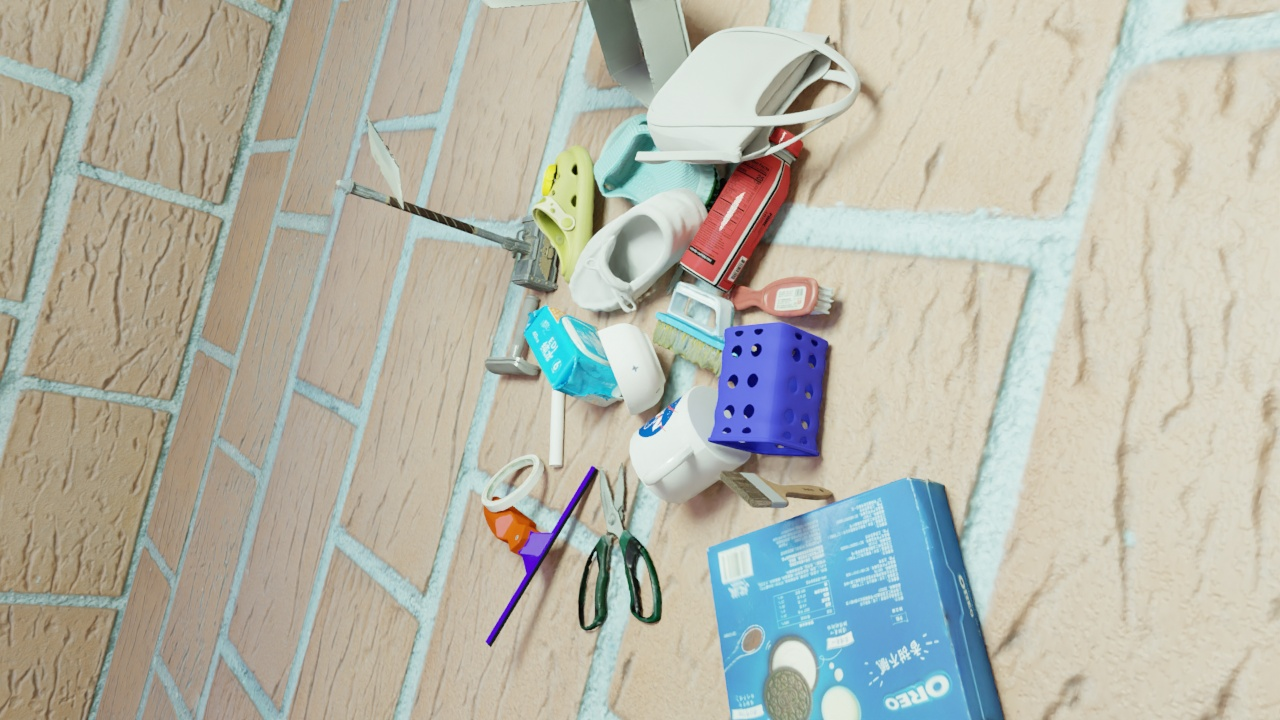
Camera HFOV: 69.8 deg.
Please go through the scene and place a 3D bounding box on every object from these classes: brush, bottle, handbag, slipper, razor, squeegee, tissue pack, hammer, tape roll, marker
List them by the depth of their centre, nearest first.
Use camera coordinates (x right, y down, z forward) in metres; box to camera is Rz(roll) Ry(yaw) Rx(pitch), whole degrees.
[{"bbox_3d":[0.127,0.114,0.806,0.045,0.143,0.008,40,110,39],"label":"brush"},{"bbox_3d":[0.137,-0.062,0.942,0.172,0.030,0.041,7,85,64],"label":"brush"},{"bbox_3d":[0.122,-0.261,0.950,0.223,0.095,0.215,18,63,43],"label":"handbag"},{"bbox_3d":[0.112,-0.162,0.973,0.177,0.062,0.062,-59,41,9],"label":"bottle"},{"bbox_3d":[0.075,-0.030,0.983,0.136,0.055,0.075,31,107,49],"label":"brush"},{"bbox_3d":[-0.015,-0.118,1.074,0.248,0.074,0.112,-30,78,54],"label":"slipper"},{"bbox_3d":[0.005,-0.238,1.114,0.116,0.069,0.276,-58,36,12],"label":"slipper"},{"bbox_3d":[-0.078,-0.005,1.128,0.062,0.092,0.144,-48,46,18],"label":"tissue pack"},{"bbox_3d":[-0.167,0.214,1.187,0.249,0.055,0.185,-59,28,-3],"label":"squeegee"},{"bbox_3d":[-0.240,-0.177,1.191,0.044,0.321,0.098,1,79,50],"label":"hammer"},{"bbox_3d":[-0.109,0.073,1.196,0.020,0.017,0.133,-20,64,47],"label":"marker"},{"bbox_3d":[-0.167,0.160,1.199,0.093,0.013,0.093,-30,23,14],"label":"tape roll"},{"bbox_3d":[-0.105,-0.191,1.216,0.092,0.081,0.190,134,136,-73],"label":"slipper"},{"bbox_3d":[-0.167,-0.036,1.285,0.088,0.047,0.116,0,70,50],"label":"razor"}]

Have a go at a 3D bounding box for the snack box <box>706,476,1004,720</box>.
[{"bbox_3d":[0.170,0.228,0.788,0.240,0.056,0.195,-30,57,40],"label":"snack box"}]

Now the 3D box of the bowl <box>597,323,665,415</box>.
[{"bbox_3d":[-0.006,0.006,1.042,0.054,0.105,0.104,-22,52,-3],"label":"bowl"}]

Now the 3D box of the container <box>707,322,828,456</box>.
[{"bbox_3d":[0.125,0.029,0.883,0.085,0.085,0.113,-4,74,48],"label":"container"}]

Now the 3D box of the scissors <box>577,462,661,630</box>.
[{"bbox_3d":[-0.042,0.224,1.071,0.155,0.015,0.209,-42,50,36],"label":"scissors"}]

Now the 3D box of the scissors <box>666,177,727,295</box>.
[{"bbox_3d":[0.071,-0.139,1.053,0.139,0.019,0.128,-17,66,48],"label":"scissors"}]

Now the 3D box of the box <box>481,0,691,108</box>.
[{"bbox_3d":[-0.122,-0.445,0.999,0.149,0.505,0.166,-55,42,16],"label":"box"}]

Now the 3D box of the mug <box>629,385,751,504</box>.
[{"bbox_3d":[0.045,0.092,0.932,0.090,0.121,0.091,-40,87,35],"label":"mug"}]
